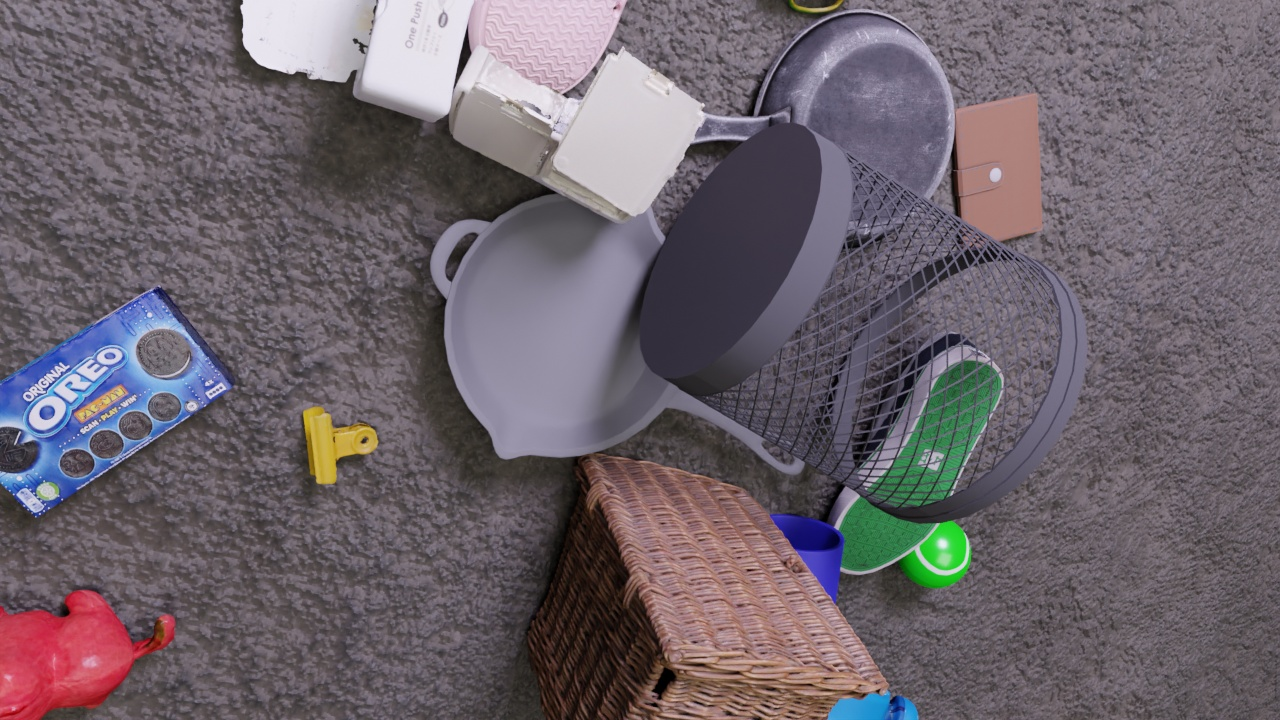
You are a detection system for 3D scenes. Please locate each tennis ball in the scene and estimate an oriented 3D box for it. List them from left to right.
[{"bbox_3d":[0.266,0.173,0.833,0.065,0.065,0.065,-5,105,-18],"label":"tennis ball"}]

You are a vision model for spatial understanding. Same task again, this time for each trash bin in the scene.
[{"bbox_3d":[0.146,-0.027,0.650,0.227,0.218,0.218,27,94,-24],"label":"trash bin"}]

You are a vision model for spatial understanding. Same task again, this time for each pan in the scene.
[{"bbox_3d":[-0.004,0.004,0.707,0.354,0.024,0.216,32,83,-24],"label":"pan"},{"bbox_3d":[0.096,-0.175,0.698,0.356,0.055,0.187,-4,106,-23],"label":"pan"}]

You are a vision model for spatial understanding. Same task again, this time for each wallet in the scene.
[{"bbox_3d":[0.309,-0.162,0.790,0.087,0.013,0.121,-15,108,-15],"label":"wallet"}]

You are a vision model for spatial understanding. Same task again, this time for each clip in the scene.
[{"bbox_3d":[-0.215,0.059,0.655,0.049,0.044,0.054,0,103,6],"label":"clip"}]

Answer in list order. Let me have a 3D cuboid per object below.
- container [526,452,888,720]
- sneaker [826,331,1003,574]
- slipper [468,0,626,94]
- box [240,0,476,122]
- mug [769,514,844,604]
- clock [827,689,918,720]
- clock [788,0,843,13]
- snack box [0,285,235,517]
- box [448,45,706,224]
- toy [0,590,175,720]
[{"bbox_3d":[0.020,0.210,0.670,0.162,0.250,0.183,16,107,-22],"label":"container"},{"bbox_3d":[0.228,0.082,0.800,0.084,0.079,0.236,19,114,-10],"label":"sneaker"},{"bbox_3d":[-0.047,-0.278,0.596,0.106,0.055,0.222,8,117,-45],"label":"slipper"},{"bbox_3d":[-0.179,-0.218,0.564,0.136,0.121,0.109,14,98,-24],"label":"box"},{"bbox_3d":[0.123,0.187,0.765,0.079,0.111,0.083,9,103,18],"label":"mug"},{"bbox_3d":[0.176,0.304,0.812,0.161,0.117,0.060,23,83,-24],"label":"clock"},{"bbox_3d":[0.138,-0.308,0.660,0.083,0.057,0.119,-1,141,-10],"label":"clock"},{"bbox_3d":[-0.354,0.025,0.597,0.150,0.027,0.082,-36,112,-8],"label":"snack box"},{"bbox_3d":[-0.053,-0.131,0.562,0.143,0.187,0.070,26,79,-10],"label":"box"},{"bbox_3d":[-0.376,0.208,0.602,0.132,0.094,0.088,-9,106,-19],"label":"toy"}]
